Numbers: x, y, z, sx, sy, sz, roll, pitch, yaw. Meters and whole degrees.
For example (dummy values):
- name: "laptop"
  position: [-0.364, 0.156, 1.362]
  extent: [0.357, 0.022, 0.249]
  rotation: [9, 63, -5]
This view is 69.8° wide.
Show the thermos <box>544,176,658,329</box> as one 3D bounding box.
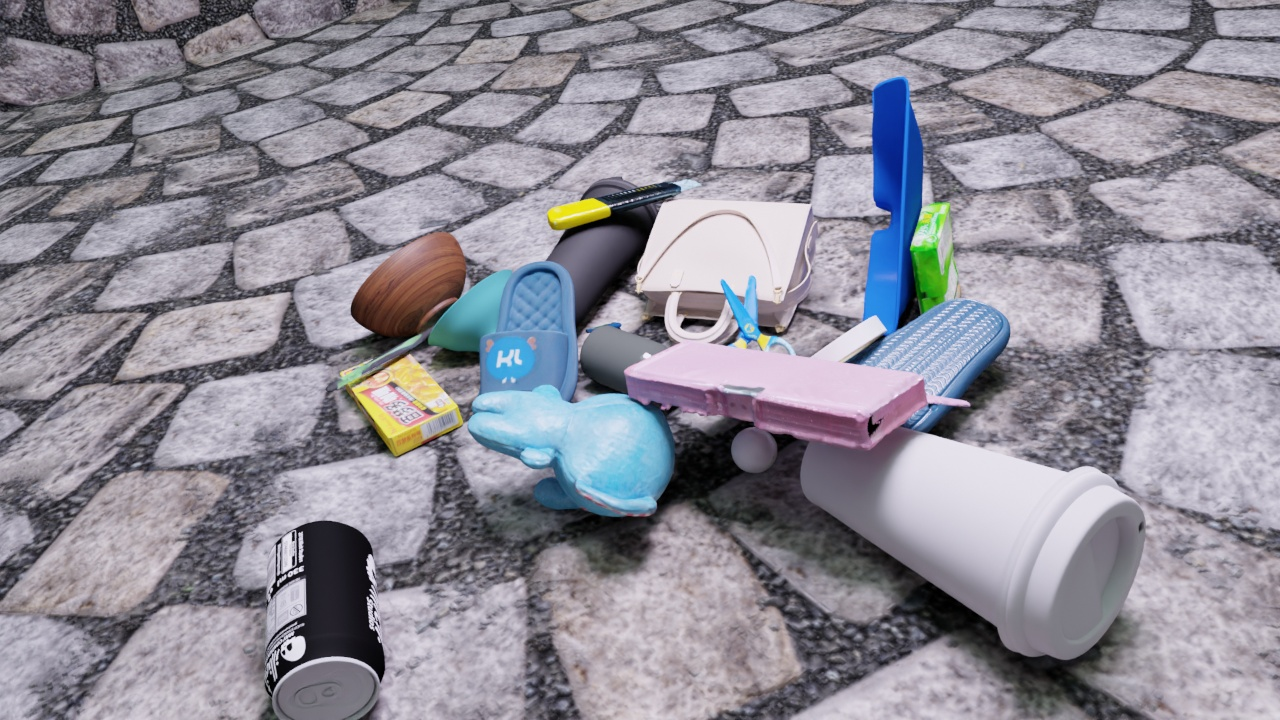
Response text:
- name: "thermos"
  position: [-0.061, -0.120, 1.081]
  extent: [0.106, 0.106, 0.217]
  rotation: [8, 43, 23]

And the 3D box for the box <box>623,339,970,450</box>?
- name: "box"
  position: [0.125, 0.016, 0.750]
  extent: [0.233, 0.051, 0.179]
  rotation: [9, 13, 42]

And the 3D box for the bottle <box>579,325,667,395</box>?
- name: "bottle"
  position: [-0.005, 0.005, 0.915]
  extent: [0.108, 0.060, 0.060]
  rotation: [21, 44, 36]

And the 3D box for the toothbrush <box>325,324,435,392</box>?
- name: "toothbrush"
  position: [-0.260, -0.011, 0.994]
  extent: [0.014, 0.017, 0.187]
  rotation: [42, 52, 17]

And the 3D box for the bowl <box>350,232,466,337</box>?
- name: "bowl"
  position: [-0.249, -0.071, 1.046]
  extent: [0.147, 0.148, 0.069]
  rotation: [-37, 82, -34]

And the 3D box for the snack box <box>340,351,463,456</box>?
- name: "snack box"
  position: [-0.250, 0.039, 0.953]
  extent: [0.075, 0.025, 0.152]
  rotation: [-26, 38, -24]

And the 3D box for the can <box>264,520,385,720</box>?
- name: "can"
  position: [-0.235, 0.192, 0.682]
  extent: [0.080, 0.080, 0.146]
  rotation: [-16, 35, -11]

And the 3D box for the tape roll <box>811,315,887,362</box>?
- name: "tape roll"
  position: [0.189, -0.008, 0.869]
  extent: [0.093, 0.094, 0.019]
  rotation: [-29, 80, -26]

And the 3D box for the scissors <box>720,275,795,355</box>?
- name: "scissors"
  position: [0.119, -0.032, 0.925]
  extent: [0.097, 0.020, 0.132]
  rotation: [5, 72, 0]

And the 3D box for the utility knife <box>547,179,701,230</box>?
- name: "utility knife"
  position: [-0.017, -0.184, 1.060]
  extent: [0.186, 0.020, 0.028]
  rotation: [-17, 51, -11]

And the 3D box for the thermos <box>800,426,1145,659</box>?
- name: "thermos"
  position: [0.226, 0.111, 0.666]
  extent: [0.131, 0.132, 0.222]
  rotation: [-30, 32, -27]

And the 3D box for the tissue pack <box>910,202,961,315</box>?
- name: "tissue pack"
  position: [0.311, -0.101, 0.965]
  extent: [0.034, 0.099, 0.113]
  rotation: [-4, 33, 27]

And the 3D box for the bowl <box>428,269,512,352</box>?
- name: "bowl"
  position: [-0.172, -0.042, 1.013]
  extent: [0.046, 0.121, 0.120]
  rotation: [47, 53, 4]

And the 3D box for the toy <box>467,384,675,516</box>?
- name: "toy"
  position: [-0.059, 0.080, 0.781]
  extent: [0.180, 0.115, 0.183]
  rotation: [11, 25, -8]

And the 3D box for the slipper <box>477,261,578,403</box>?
- name: "slipper"
  position: [-0.112, -0.015, 0.922]
  extent: [0.104, 0.059, 0.213]
  rotation: [-2, 61, 15]

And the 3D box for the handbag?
- name: "handbag"
  position: [0.088, -0.087, 1.013]
  extent: [0.195, 0.101, 0.197]
  rotation: [6, 49, 21]

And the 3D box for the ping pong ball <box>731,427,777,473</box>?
- name: "ping pong ball"
  position: [0.099, 0.078, 0.803]
  extent: [0.040, 0.040, 0.040]
  rotation: [-6, 35, 4]

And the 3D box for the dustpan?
- name: "dustpan"
  position: [0.278, -0.157, 1.002]
  extent: [0.060, 0.245, 0.257]
  rotation: [4, 6, 24]

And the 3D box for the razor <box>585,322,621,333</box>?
- name: "razor"
  position: [0.002, -0.007, 0.969]
  extent: [0.043, 0.018, 0.141]
  rotation: [-16, 34, -41]

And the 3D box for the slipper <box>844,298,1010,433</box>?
- name: "slipper"
  position: [0.252, 0.020, 0.839]
  extent: [0.213, 0.059, 0.104]
  rotation: [-35, 46, -13]
